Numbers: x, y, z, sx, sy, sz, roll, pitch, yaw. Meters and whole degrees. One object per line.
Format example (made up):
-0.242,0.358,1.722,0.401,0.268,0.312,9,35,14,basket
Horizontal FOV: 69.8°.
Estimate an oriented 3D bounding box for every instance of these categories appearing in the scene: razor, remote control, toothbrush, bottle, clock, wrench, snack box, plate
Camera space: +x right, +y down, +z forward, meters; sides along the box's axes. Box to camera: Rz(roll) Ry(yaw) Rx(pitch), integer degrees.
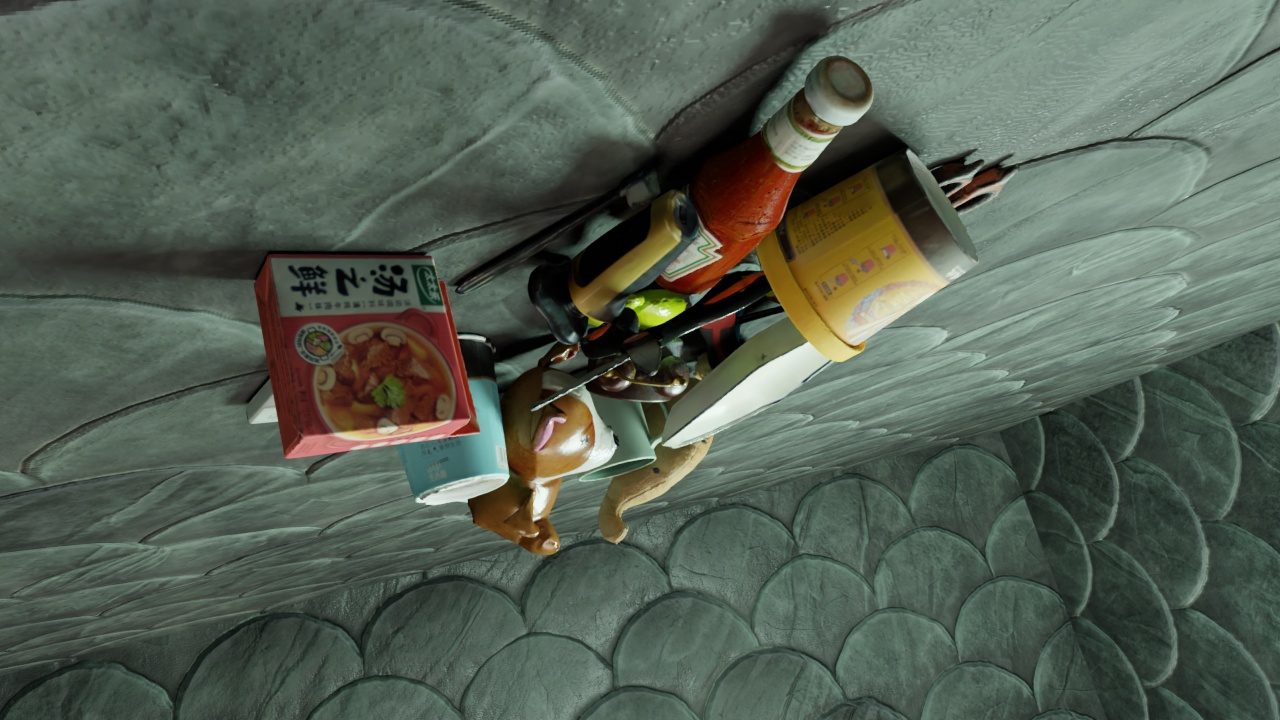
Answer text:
-0.019,-0.062,0.586,0.067,0.062,0.168,14,157,-27,razor
-0.273,0.024,0.734,0.049,0.024,0.125,-3,162,-39,remote control
-0.059,-0.077,0.595,0.182,0.018,0.015,-23,167,33,toothbrush
0.064,-0.103,0.541,0.059,0.059,0.207,-8,164,-26,bottle
-0.005,0.004,0.767,0.082,0.055,0.122,6,-172,-14,clock
0.072,-0.030,0.796,0.056,0.016,0.273,-11,161,2,wrench
0.085,-0.033,0.834,0.189,0.016,0.014,-14,159,18,toothbrush
-0.158,-0.006,0.559,0.126,0.113,0.044,-5,161,-37,snack box
0.114,0.013,0.872,0.161,0.034,0.267,-18,163,-33,plate

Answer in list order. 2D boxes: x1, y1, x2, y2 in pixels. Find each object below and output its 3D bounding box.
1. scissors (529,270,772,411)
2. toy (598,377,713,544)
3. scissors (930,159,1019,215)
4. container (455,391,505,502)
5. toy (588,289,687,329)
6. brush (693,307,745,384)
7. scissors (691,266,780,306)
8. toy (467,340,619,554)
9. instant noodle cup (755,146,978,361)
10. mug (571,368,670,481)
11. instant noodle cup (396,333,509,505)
0.008,-0.020,0.607,0.227,0.022,0.221,-25,-170,-18,scissors
0.017,0.103,1.035,0.144,0.082,0.225,-28,-158,39,toy
0.223,-0.109,0.767,0.199,0.015,0.204,-20,165,14,scissors
-0.160,0.088,0.974,0.111,0.090,0.090,-22,165,9,container
-0.005,-0.041,0.748,0.100,0.031,0.097,-4,174,-18,toy
0.093,-0.018,0.937,0.083,0.045,0.255,-5,161,3,brush
0.103,-0.072,0.772,0.134,0.017,0.133,-22,158,3,scissors
-0.086,0.084,0.836,0.130,0.140,0.200,6,126,-11,toy
0.158,-0.077,0.636,0.115,0.118,0.118,-33,159,27,instant noodle cup
-0.025,0.060,0.962,0.112,0.106,0.082,-18,165,11,mug
-0.162,0.054,0.765,0.111,0.120,0.111,-14,166,-4,instant noodle cup
